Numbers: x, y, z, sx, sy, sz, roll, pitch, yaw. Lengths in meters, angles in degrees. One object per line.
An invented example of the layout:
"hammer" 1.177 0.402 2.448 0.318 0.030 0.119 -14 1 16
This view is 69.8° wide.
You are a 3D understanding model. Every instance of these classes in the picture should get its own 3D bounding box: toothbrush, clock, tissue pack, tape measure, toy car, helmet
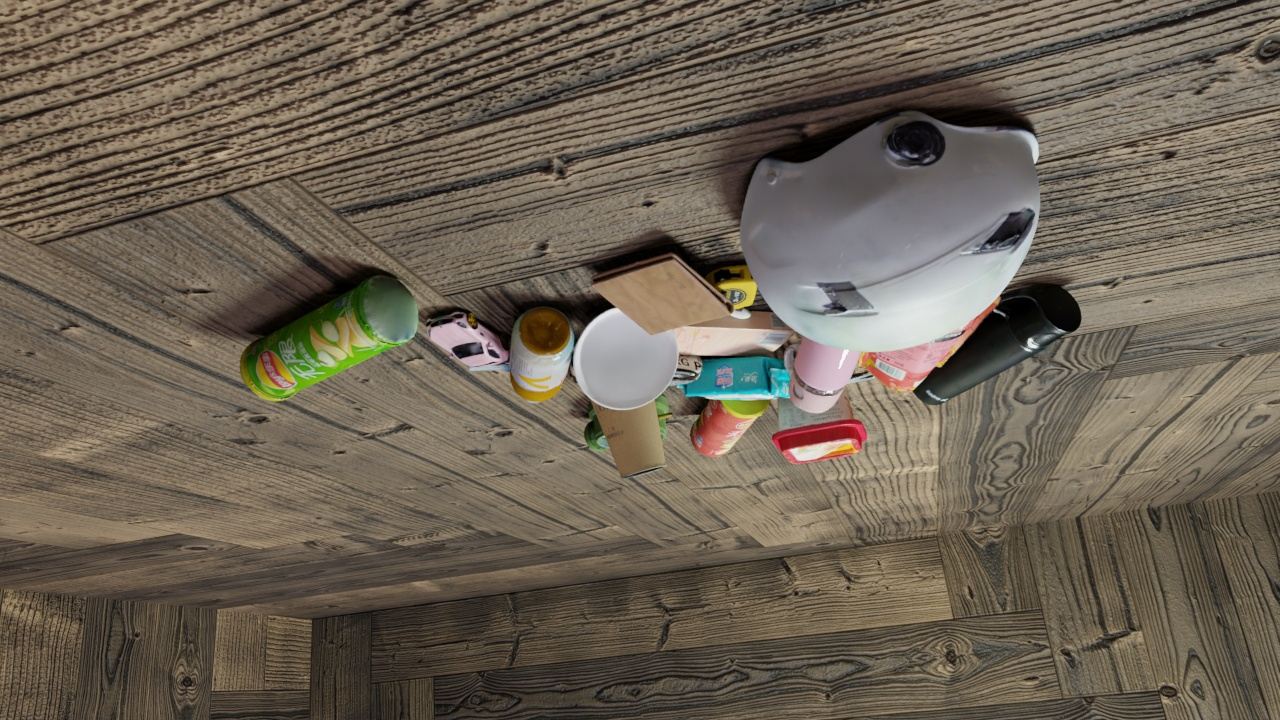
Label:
"toothbrush" 0.058 -0.071 0.975 0.187 0.016 0.017 15 142 -41
"clock" -0.020 0.094 1.335 0.116 0.056 0.162 2 159 -15
"tissue pack" 0.119 0.024 1.146 0.134 0.050 0.093 -3 175 30
"tape measure" 0.092 -0.077 0.946 0.057 0.028 0.060 -4 153 -2
"toy car" -0.190 -0.019 1.020 0.056 0.037 0.122 -14 157 18
"helmet" 0.219 -0.089 0.782 0.259 0.145 0.229 -9 160 9

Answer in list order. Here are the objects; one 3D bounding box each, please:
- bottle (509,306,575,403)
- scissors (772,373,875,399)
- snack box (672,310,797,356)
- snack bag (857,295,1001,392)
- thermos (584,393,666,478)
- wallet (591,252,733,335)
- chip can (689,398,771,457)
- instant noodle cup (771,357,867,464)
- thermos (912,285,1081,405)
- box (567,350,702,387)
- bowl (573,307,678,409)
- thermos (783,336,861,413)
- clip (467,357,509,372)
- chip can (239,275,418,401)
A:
"bottle" -0.116 0.002 1.049 0.068 0.068 0.190 -1 159 -11
"scissors" 0.266 0.038 1.319 0.163 0.014 0.165 4 157 -28
"snack box" 0.095 -0.031 1.071 0.157 0.026 0.085 2 158 -19
"snack bag" 0.329 -0.034 1.082 0.128 0.073 0.208 2 155 3
"thermos" -0.015 0.076 1.185 0.093 0.143 0.093 -14 169 -3
"wallet" 0.022 -0.065 0.920 0.101 0.020 0.115 -14 148 34
"chip can" 0.124 0.078 1.310 0.073 0.073 0.217 -2 161 -9
"instant noodle cup" 0.232 0.062 1.218 0.117 0.124 0.116 -11 160 16
"thermos" 0.427 -0.022 1.147 0.090 0.068 0.243 32 149 -6
"box" -0.006 0.003 1.093 0.164 0.052 0.068 -4 -159 -15
"bowl" -0.023 -0.011 1.023 0.118 0.118 0.064 1 -164 -17
"thermos" 0.205 -0.026 1.005 0.067 0.087 0.199 -22 148 -21
"clip" -0.180 0.004 1.107 0.058 0.038 0.026 4 160 -18
"chip can" -0.317 -0.020 0.934 0.222 0.072 0.072 -20 155 34
